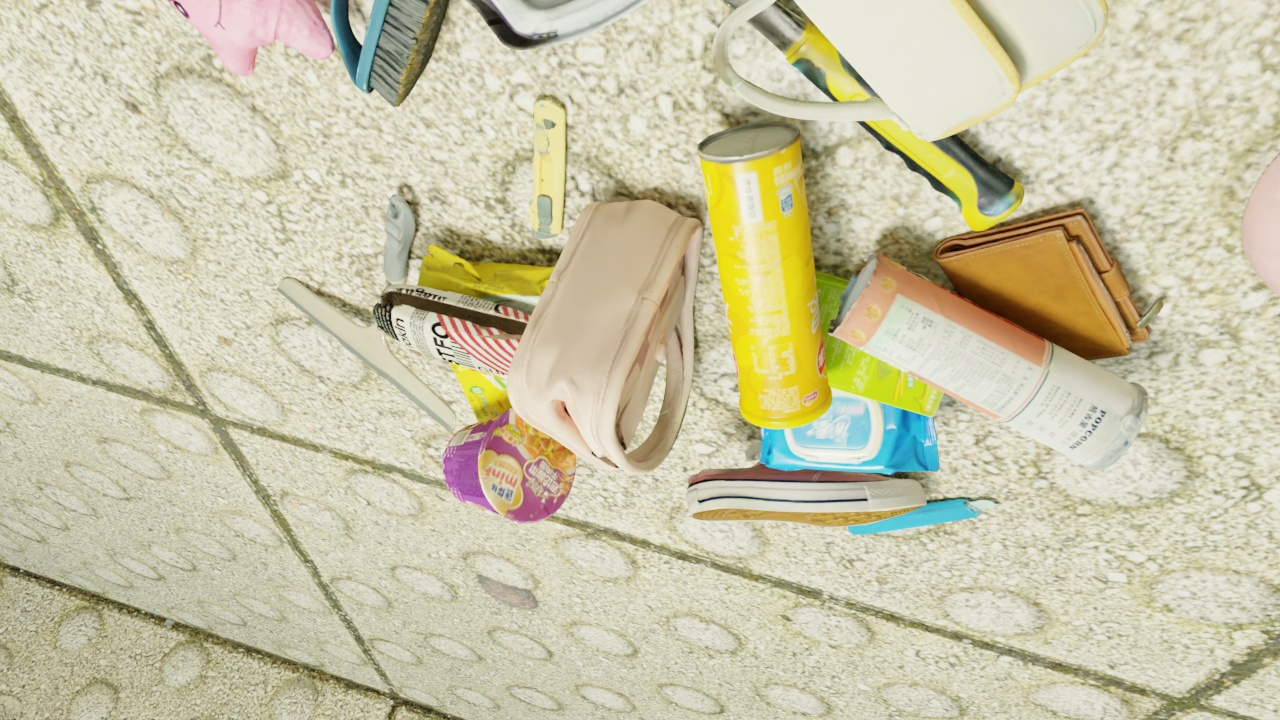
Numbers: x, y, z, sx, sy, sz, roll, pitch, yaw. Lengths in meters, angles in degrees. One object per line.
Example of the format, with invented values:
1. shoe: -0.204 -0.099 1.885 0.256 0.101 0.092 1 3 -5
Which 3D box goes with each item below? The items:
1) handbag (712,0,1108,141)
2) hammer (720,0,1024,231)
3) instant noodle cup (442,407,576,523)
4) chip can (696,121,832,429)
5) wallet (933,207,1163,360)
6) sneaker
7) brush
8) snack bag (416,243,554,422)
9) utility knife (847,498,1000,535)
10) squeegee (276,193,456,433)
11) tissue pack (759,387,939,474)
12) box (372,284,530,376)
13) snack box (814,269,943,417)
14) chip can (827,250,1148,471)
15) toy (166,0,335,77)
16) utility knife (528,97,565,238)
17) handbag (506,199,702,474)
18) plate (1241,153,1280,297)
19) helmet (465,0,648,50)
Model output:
1. handbag: 0.130 -0.184 0.491 0.163 0.063 0.179 37 128 -25
2. hammer: 0.113 -0.185 0.564 0.323 0.031 0.126 33 144 -15
3. instant noodle cup: -0.134 0.102 0.897 0.111 0.111 0.099 43 149 -27
4. chip can: 0.091 -0.056 0.657 0.072 0.071 0.213 2 122 26
5. wallet: 0.291 -0.046 0.651 0.119 0.035 0.130 -14 132 42
6. sneaker: 0.161 0.111 0.889 0.241 0.087 0.118 3 159 -11
7. brush: -0.172 -0.238 0.621 0.073 0.055 0.144 29 145 -13
8. snack bag: -0.105 -0.011 0.878 0.158 0.068 0.247 9 143 18
9. utility knife: 0.286 0.159 0.943 0.166 0.018 0.034 -17 133 39
10. squeegee: -0.243 -0.079 0.887 0.246 0.039 0.247 38 139 6
11. tissue pack: 0.175 0.051 0.790 0.157 0.095 0.052 0 -177 27
12. box: -0.154 -0.019 0.786 0.164 0.064 0.074 14 125 15
13. snack box: 0.169 -0.018 0.726 0.156 0.026 0.086 16 112 8
14. chip can: 0.246 0.000 0.660 0.215 0.071 0.071 27 145 0
15. toy: -0.301 -0.273 0.626 0.179 0.074 0.195 16 147 15
16. utility knife: -0.075 -0.147 0.730 0.031 0.018 0.152 13 140 3
17. handbag: -0.004 0.004 0.756 0.093 0.192 0.234 13 153 23
18. plate: 0.458 -0.075 0.522 0.192 0.038 0.193 14 144 10
19. helmet: -0.057 -0.293 0.411 0.258 0.145 0.230 36 139 -13
